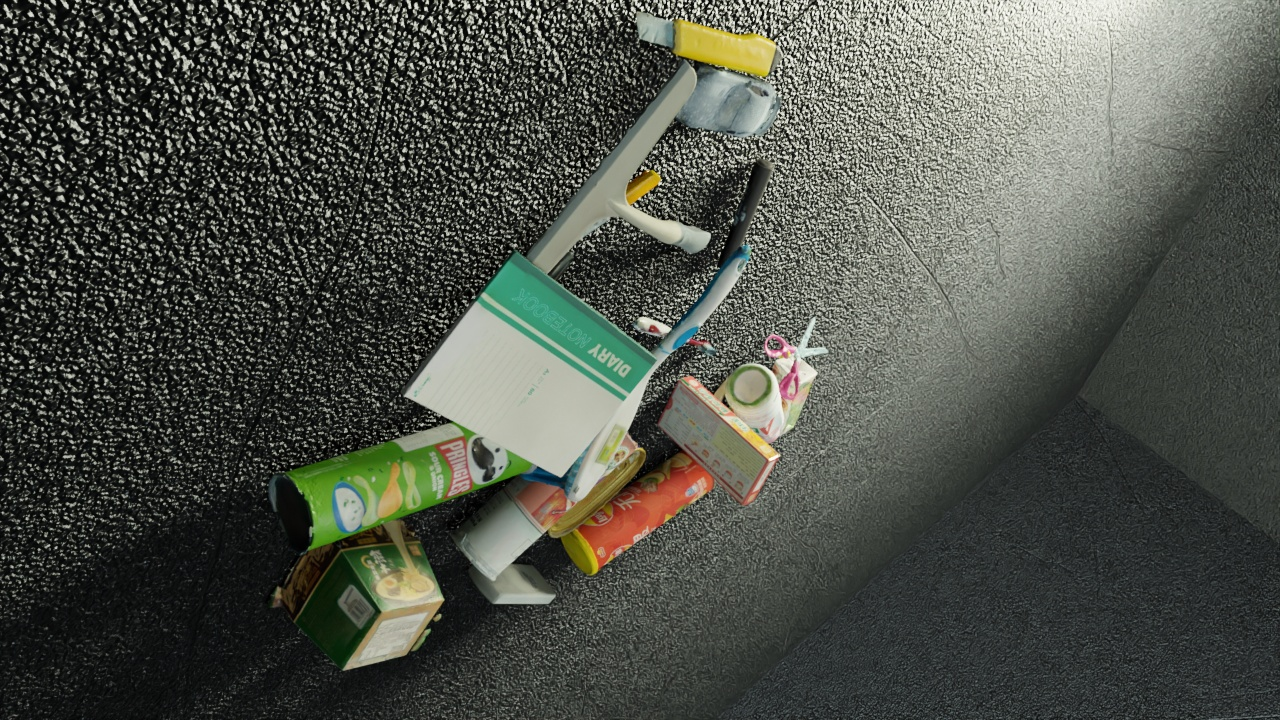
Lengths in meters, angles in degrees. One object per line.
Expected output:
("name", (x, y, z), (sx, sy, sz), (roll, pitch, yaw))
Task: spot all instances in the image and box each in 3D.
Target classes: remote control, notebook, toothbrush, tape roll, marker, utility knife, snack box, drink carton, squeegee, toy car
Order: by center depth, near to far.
("utility knife", (0.058, -0.261, 0.753), (0.196, 0.015, 0.033), (-8, 118, -49))
("toy car", (0.077, -0.226, 0.806), (0.120, 0.037, 0.054), (-4, 132, -47))
("marker", (-0.034, -0.129, 0.806), (0.123, 0.015, 0.018), (-38, 154, -10))
("notebook", (-0.089, 0.012, 0.811), (0.150, 0.012, 0.209), (-51, 136, 3))
("toothbrush", (-0.118, -0.027, 0.826), (0.181, 0.018, 0.015), (-50, 144, 5))
("squeegee", (0.019, -0.121, 0.835), (0.247, 0.039, 0.246), (-48, 159, 16))
("snack box", (-0.259, 0.221, 0.867), (0.117, 0.105, 0.118), (8, 121, -56))
("marker", (0.110, -0.151, 0.964), (0.022, 0.020, 0.132), (-11, 138, -31))
("toothbrush", (0.042, -0.025, 1.041), (0.016, 0.017, 0.187), (-53, 152, 12))
("snack box", (0.092, 0.097, 1.121), (0.027, 0.156, 0.077), (-16, 140, -46))
("remote control", (-0.157, 0.274, 1.127), (0.019, 0.056, 0.135), (-49, 153, 7))
("tape roll", (0.130, 0.045, 1.255), (0.085, 0.014, 0.086), (-33, 150, -22))
("drink carton", (0.210, 0.049, 1.327), (0.045, 0.053, 0.123), (-28, 148, -31))

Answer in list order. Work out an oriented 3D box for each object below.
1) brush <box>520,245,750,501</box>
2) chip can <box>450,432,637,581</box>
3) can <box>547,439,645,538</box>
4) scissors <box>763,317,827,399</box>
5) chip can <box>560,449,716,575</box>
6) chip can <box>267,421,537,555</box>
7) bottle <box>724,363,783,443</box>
("brush", (-0.005, 0.005, 0.929), (0.060, 0.109, 0.314), (30, 89, -56))
("chip can", (-0.104, 0.142, 1.009), (0.214, 0.071, 0.071), (-42, 152, -8))
("can", (-0.064, 0.142, 1.084), (0.148, 0.049, 0.075), (-41, 152, -8))
("scissors", (0.215, -0.001, 1.254), (0.133, 0.017, 0.124), (-4, 89, -41))
("chip can", (-0.001, 0.198, 1.221), (0.216, 0.073, 0.073), (-30, 148, -28))
("chip can", (-0.203, 0.100, 0.820), (0.235, 0.072, 0.072), (-16, 140, -42))
("bottle", (0.161, 0.068, 1.241), (0.068, 0.068, 0.197), (-43, 155, -5))
